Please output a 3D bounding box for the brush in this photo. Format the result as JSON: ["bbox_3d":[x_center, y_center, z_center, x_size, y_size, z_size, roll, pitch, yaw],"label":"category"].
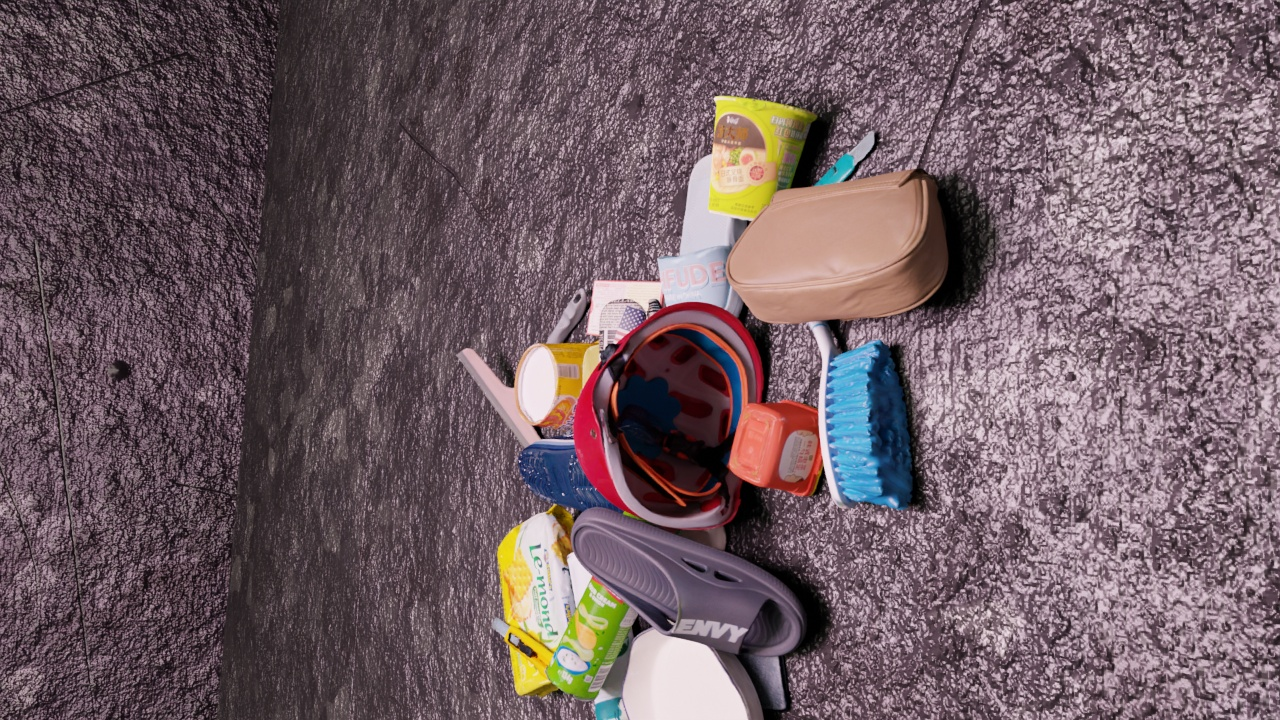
[{"bbox_3d":[0.198,-0.005,0.907,0.110,0.060,0.314,-24,63,52],"label":"brush"}]

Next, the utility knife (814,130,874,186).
[{"bbox_3d":[0.186,-0.175,0.978,0.183,0.013,0.029,-47,49,37],"label":"utility knife"}]

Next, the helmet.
[{"bbox_3d":[0.022,0.061,1.004,0.144,0.207,0.239,-16,48,59],"label":"helmet"}]

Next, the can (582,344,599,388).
[{"bbox_3d":[-0.025,0.033,1.161,0.057,0.083,0.102,-14,73,51],"label":"can"}]

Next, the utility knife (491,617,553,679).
[{"bbox_3d":[-0.153,0.380,1.213,0.202,0.015,0.033,10,90,54],"label":"utility knife"}]

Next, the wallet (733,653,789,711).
[{"bbox_3d":[0.115,0.313,0.986,0.097,0.019,0.120,-22,69,49],"label":"wallet"}]

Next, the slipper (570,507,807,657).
[{"bbox_3d":[0.034,0.243,0.939,0.268,0.083,0.111,22,127,19],"label":"slipper"}]

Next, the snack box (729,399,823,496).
[{"bbox_3d":[0.142,0.088,0.937,0.082,0.080,0.091,21,100,51],"label":"snack box"}]

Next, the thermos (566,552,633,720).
[{"bbox_3d":[-0.040,0.347,1.139,0.073,0.073,0.224,-37,57,43],"label":"thermos"}]

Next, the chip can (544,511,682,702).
[{"bbox_3d":[-0.031,0.275,1.056,0.072,0.072,0.236,37,105,49],"label":"chip can"}]

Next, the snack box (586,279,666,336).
[{"bbox_3d":[-0.014,-0.066,1.208,0.156,0.027,0.077,9,90,53],"label":"snack box"}]

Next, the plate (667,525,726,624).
[{"bbox_3d":[0.029,0.240,1.097,0.164,0.034,0.164,23,102,52],"label":"plate"}]

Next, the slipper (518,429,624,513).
[{"bbox_3d":[-0.055,0.139,1.178,0.253,0.095,0.105,-6,111,46],"label":"slipper"}]

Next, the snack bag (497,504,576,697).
[{"bbox_3d":[-0.123,0.329,1.251,0.158,0.068,0.246,-38,57,44],"label":"snack bag"}]

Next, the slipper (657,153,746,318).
[{"bbox_3d":[0.070,-0.125,1.073,0.104,0.074,0.245,2,85,52],"label":"slipper"}]

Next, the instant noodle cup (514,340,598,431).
[{"bbox_3d":[-0.097,0.037,1.232,0.138,0.109,0.138,-10,77,52],"label":"instant noodle cup"}]

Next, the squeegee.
[{"bbox_3d":[-0.140,-0.011,1.356,0.247,0.040,0.250,51,119,25],"label":"squeegee"}]

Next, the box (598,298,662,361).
[{"bbox_3d":[-0.008,0.007,1.106,0.075,0.086,0.162,-30,-61,-84],"label":"box"}]

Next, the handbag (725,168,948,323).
[{"bbox_3d":[0.189,-0.103,0.868,0.205,0.100,0.147,-1,54,40],"label":"handbag"}]

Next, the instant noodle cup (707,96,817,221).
[{"bbox_3d":[0.123,-0.212,0.992,0.112,0.111,0.123,24,107,52],"label":"instant noodle cup"}]

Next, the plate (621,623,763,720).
[{"bbox_3d":[0.059,0.388,1.003,0.205,0.045,0.205,7,99,50],"label":"plate"}]
